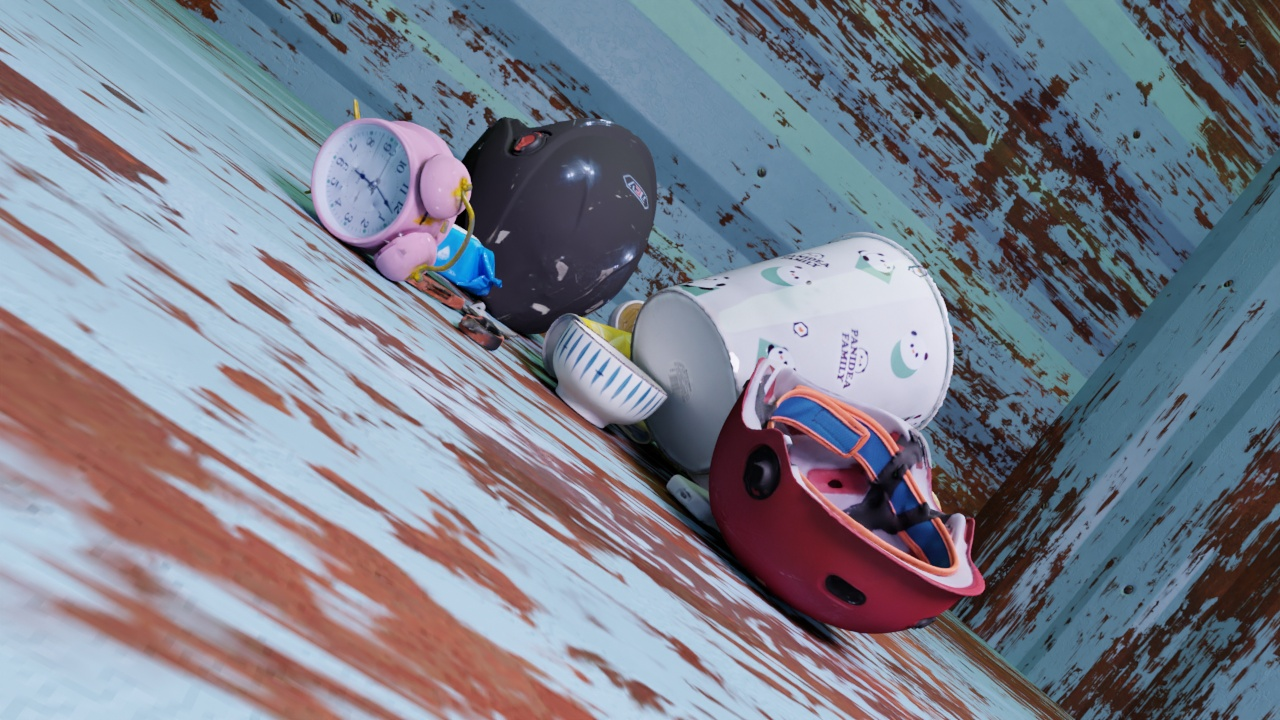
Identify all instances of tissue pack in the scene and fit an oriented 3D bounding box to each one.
[{"bbox_3d":[-0.207,-0.118,0.937,0.157,0.052,0.095,30,0,-4],"label":"tissue pack"}]

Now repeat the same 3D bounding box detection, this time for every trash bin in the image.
[{"bbox_3d":[0.143,-0.002,0.933,0.251,0.230,0.229,-12,34,-31],"label":"trash bin"}]

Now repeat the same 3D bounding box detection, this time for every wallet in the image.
[{"bbox_3d":[-0.016,0.061,1.022,0.087,0.024,0.115,36,4,8],"label":"wallet"}]

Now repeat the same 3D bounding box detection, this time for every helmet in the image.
[{"bbox_3d":[0.146,0.127,0.722,0.206,0.144,0.239,23,28,-25],"label":"helmet"},{"bbox_3d":[-0.103,-0.162,1.119,0.233,0.275,0.229,47,24,-40],"label":"helmet"}]

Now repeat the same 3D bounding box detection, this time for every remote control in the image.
[{"bbox_3d":[0.074,0.141,0.825,0.056,0.020,0.136,39,2,41],"label":"remote control"}]

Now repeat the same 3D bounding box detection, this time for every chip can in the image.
[{"bbox_3d":[-0.006,0.006,1.014,0.213,0.072,0.072,18,16,-43],"label":"chip can"}]

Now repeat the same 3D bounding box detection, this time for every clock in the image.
[{"bbox_3d":[-0.198,-0.132,0.750,0.158,0.117,0.059,37,12,16],"label":"clock"}]

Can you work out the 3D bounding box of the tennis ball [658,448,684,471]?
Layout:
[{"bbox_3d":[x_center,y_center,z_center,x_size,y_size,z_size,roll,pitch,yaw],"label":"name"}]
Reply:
[{"bbox_3d":[0.051,0.089,1.001,0.065,0.065,0.065,39,2,-2],"label":"tennis ball"}]

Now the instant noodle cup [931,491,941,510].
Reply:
[{"bbox_3d":[0.202,0.169,0.897,0.151,0.151,0.111,37,-5,-41],"label":"instant noodle cup"}]

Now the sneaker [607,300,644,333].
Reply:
[{"bbox_3d":[0.016,0.029,1.149,0.088,0.118,0.241,9,-43,52],"label":"sneaker"}]

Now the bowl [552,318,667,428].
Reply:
[{"bbox_3d":[-0.038,0.021,0.866,0.116,0.066,0.116,39,3,-2],"label":"bowl"}]

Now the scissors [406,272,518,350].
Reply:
[{"bbox_3d":[-0.163,-0.046,0.871,0.224,0.015,0.189,36,3,-45],"label":"scissors"}]

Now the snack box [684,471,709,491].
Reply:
[{"bbox_3d":[0.102,0.116,1.013,0.027,0.084,0.157,40,1,-38],"label":"snack box"}]
